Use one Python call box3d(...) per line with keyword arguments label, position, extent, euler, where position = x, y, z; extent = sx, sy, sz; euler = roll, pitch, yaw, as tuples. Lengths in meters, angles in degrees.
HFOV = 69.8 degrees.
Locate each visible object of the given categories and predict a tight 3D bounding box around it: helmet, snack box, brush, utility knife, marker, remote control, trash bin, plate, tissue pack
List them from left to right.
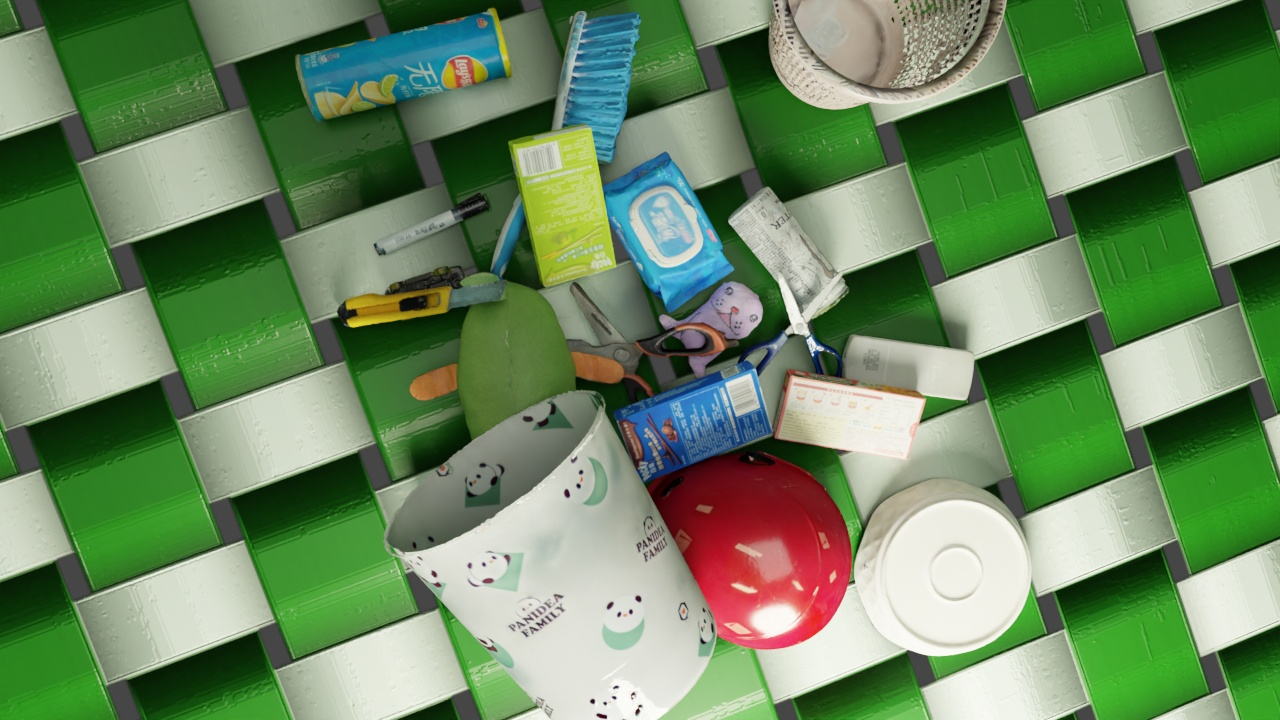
box3d(label="utility knife", position=(-0.228, -0.061, 0.940), extent=(0.220, 0.015, 0.033), euler=(-6, 93, 26))
box3d(label="marker", position=(-0.226, -0.147, 0.992), extent=(0.130, 0.018, 0.022), euler=(-24, 101, -5))
box3d(label="snack box", position=(-0.080, -0.162, 0.965), extent=(0.085, 0.026, 0.156), euler=(-18, 117, -13))
box3d(label="brush", position=(-0.081, -0.225, 0.991), extent=(0.109, 0.060, 0.314), euler=(12, 92, 0))
box3d(label="trash bin", position=(-0.069, 0.194, 0.850), extent=(0.229, 0.229, 0.252), euler=(-33, 107, -4))
box3d(label="tissue pack", position=(0.028, -0.140, 0.997), extent=(0.095, 0.052, 0.157), euler=(-30, 93, -7))
box3d(label="snack box", position=(0.058, 0.066, 0.987), extent=(0.157, 0.026, 0.084), euler=(-21, 116, -3))
box3d(label="helmet", position=(0.115, 0.205, 0.972), extent=(0.240, 0.144, 0.207), euler=(19, 91, -5))
box3d(label="snack box", position=(0.231, 0.061, 1.024), extent=(0.155, 0.027, 0.077), euler=(10, 108, -5))
box3d(label="trash bin", position=(0.224, -0.355, 0.942), extent=(0.227, 0.192, 0.227), euler=(0, 91, -5))
box3d(label="remote control", position=(0.303, 0.008, 1.043), extent=(0.150, 0.021, 0.058), euler=(8, 93, -6))
box3d(label="plate", position=(0.349, 0.239, 1.041), extent=(0.205, 0.045, 0.205), euler=(0, 91, -6))

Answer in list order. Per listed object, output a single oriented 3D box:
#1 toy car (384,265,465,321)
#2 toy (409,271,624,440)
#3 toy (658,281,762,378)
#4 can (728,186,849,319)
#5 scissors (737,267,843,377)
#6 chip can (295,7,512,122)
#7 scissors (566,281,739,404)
box3d(label="toy car", position=(-0.229, -0.071, 0.985), extent=(0.090, 0.035, 0.042), euler=(-17, 91, 1))
box3d(label="toy", position=(-0.129, 0.029, 0.970), extent=(0.227, 0.090, 0.246), euler=(-6, 88, -7))
box3d(label="toy", position=(0.083, -0.043, 1.012), extent=(0.108, 0.039, 0.084), euler=(-37, 92, 1))
box3d(label="can", position=(0.163, -0.118, 1.009), extent=(0.058, 0.058, 0.146), euler=(-40, 94, -4))
box3d(label="scissors", position=(0.170, -0.027, 1.001), extent=(0.163, 0.012, 0.176), euler=(-33, 121, 18))
box3d(label="chip can", position=(-0.245, -0.309, 0.960), extent=(0.210, 0.071, 0.071), euler=(-15, 92, -5))
box3d(label="scissors", position=(-0.002, 0.004, 1.003), extent=(0.226, 0.015, 0.189), euler=(-2, 106, 10))
